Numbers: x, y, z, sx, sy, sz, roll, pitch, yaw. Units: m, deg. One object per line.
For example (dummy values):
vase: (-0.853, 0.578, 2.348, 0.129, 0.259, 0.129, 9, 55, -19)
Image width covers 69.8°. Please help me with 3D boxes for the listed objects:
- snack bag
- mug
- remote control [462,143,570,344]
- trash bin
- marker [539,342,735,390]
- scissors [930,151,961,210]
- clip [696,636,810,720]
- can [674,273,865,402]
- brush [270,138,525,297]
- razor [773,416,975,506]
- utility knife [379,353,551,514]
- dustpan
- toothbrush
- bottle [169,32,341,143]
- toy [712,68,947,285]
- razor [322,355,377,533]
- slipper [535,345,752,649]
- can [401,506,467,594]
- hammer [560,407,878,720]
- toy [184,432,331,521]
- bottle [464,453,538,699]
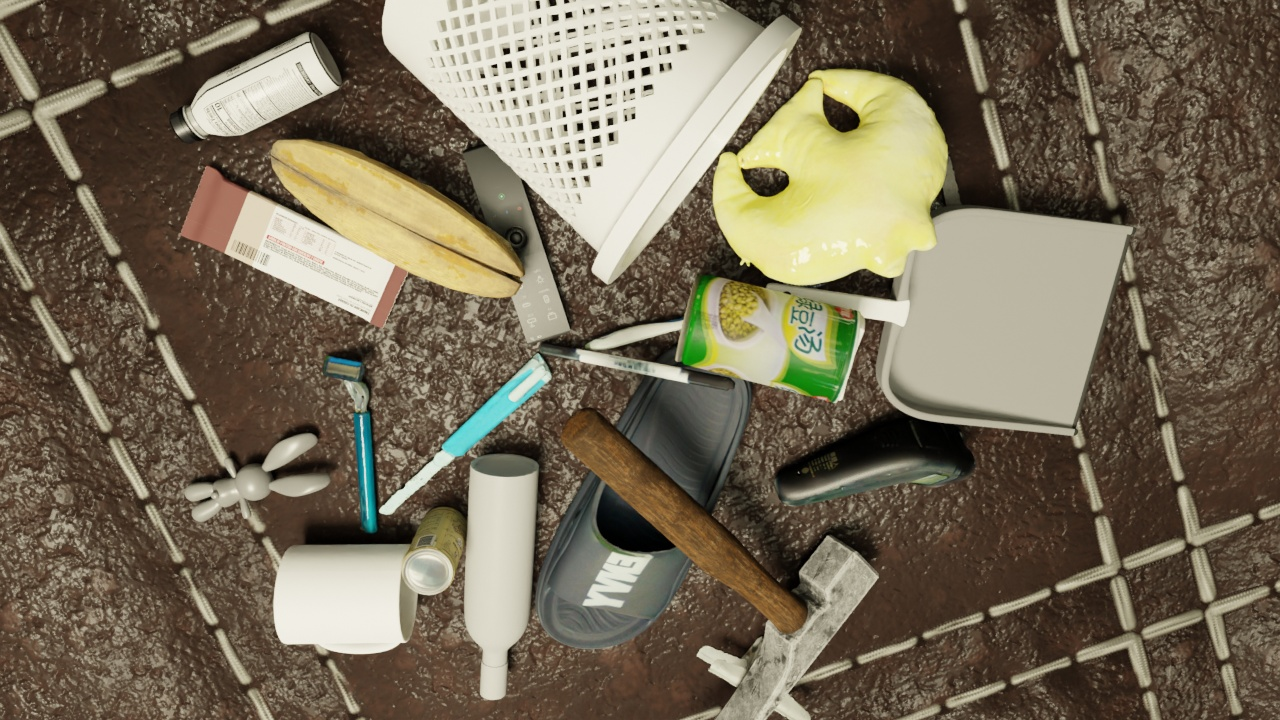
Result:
snack bag: (-0.251, -0.082, 0.671, 0.158, 0.013, 0.057, 25, 103, -8)
mug: (-0.224, 0.193, 0.716, 0.090, 0.073, 0.111, 0, 129, -3)
remote control: (-0.090, -0.086, 0.677, 0.034, 0.013, 0.150, -17, 104, 2)
trash bin: (-0.040, -0.186, 0.577, 0.199, 0.195, 0.195, 38, 99, -1)
marker: (-0.004, 0.004, 0.679, 0.152, 0.011, 0.011, 11, 104, 16)
scissors: (0.249, -0.086, 0.691, 0.166, 0.012, 0.158, 10, 104, -1)
clip: (0.101, 0.261, 0.762, 0.102, 0.057, 0.052, 34, 124, -11)
can: (0.090, -0.016, 0.647, 0.121, 0.067, 0.067, 14, 103, 5)
brush: (-0.169, -0.102, 0.649, 0.195, 0.043, 0.059, 29, 105, -2)
razor: (0.181, 0.087, 0.717, 0.151, 0.053, 0.067, -19, 130, 8)
utility knife: (-0.139, 0.060, 0.709, 0.179, 0.015, 0.022, -40, 102, 6)
dustpan: (0.220, -0.035, 0.683, 0.257, 0.033, 0.163, 8, 107, 2)
toothbrush: (0.048, -0.038, 0.694, 0.189, 0.016, 0.017, -16, 94, 1)
bottle: (-0.267, -0.183, 0.632, 0.116, 0.041, 0.041, -24, 103, 3)
toy: (0.138, -0.121, 0.643, 0.170, 0.064, 0.155, -41, 73, 3)
razor: (-0.215, 0.066, 0.707, 0.042, 0.022, 0.144, 10, 111, 33)
slipper: (0.009, 0.117, 0.697, 0.110, 0.083, 0.268, 24, 100, -10)
can: (-0.154, 0.142, 0.696, 0.038, 0.079, 0.038, -1, 103, -3)
hammer: (0.025, 0.160, 0.655, 0.217, 0.037, 0.300, -49, 121, -7)
toy: (-0.296, 0.093, 0.704, 0.112, 0.030, 0.049, -20, 89, 8)
bottle: (-0.111, 0.174, 0.719, 0.052, 0.052, 0.195, 4, 104, -4)
